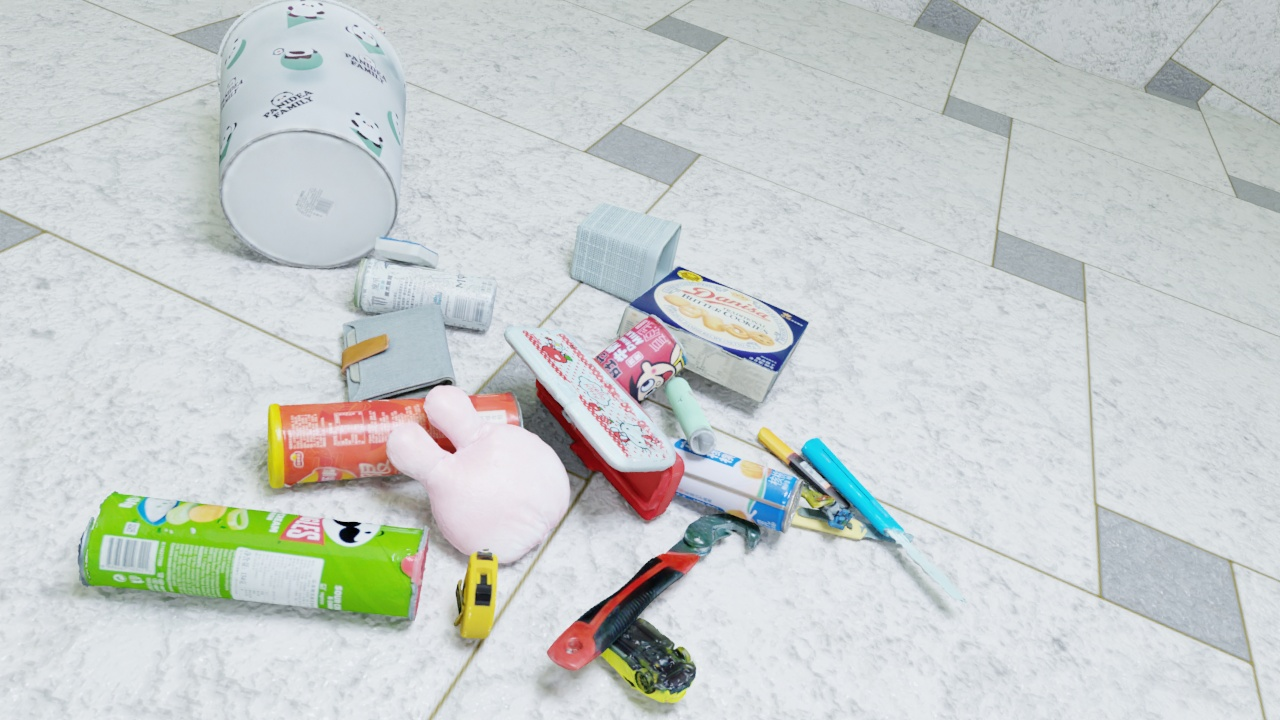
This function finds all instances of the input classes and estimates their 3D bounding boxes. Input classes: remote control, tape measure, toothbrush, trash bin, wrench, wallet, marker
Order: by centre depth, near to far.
[{"bbox_3d":[-0.129,0.185,0.708,0.029,0.060,0.057,7,43,-15],"label":"tape measure"},{"bbox_3d":[0.017,0.184,0.769,0.056,0.016,0.272,24,27,30],"label":"wrench"},{"bbox_3d":[-0.245,-0.008,0.915,0.106,0.037,0.129,-12,40,-11],"label":"wallet"},{"bbox_3d":[0.043,0.039,0.941,0.026,0.027,0.224,51,6,-20],"label":"toothbrush"},{"bbox_3d":[0.168,0.113,0.951,0.018,0.015,0.124,-18,50,-45],"label":"marker"},{"bbox_3d":[-0.261,-0.120,1.030,0.049,0.024,0.125,10,1,-2],"label":"remote control"},{"bbox_3d":[-0.379,-0.256,1.061,0.229,0.230,0.251,2,45,-19],"label":"trash bin"}]

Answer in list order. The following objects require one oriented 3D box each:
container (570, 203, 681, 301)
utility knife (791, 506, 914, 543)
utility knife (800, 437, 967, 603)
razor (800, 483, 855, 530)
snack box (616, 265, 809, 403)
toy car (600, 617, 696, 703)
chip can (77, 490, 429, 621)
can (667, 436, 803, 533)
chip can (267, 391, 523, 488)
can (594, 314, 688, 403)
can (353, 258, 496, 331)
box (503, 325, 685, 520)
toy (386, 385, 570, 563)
[{"bbox_3d":[-0.020,-0.134,1.140,0.111,0.090,0.089,20,37,10],"label":"container"},{"bbox_3d":[0.173,0.156,0.900,0.201,0.021,0.030,18,37,-6],"label":"utility knife"},{"bbox_3d":[0.235,0.153,0.904,0.034,0.018,0.234,7,30,-39],"label":"utility knife"},{"bbox_3d":[0.141,0.123,0.904,0.143,0.022,0.042,22,19,24],"label":"razor"},{"bbox_3d":[0.089,-0.037,1.066,0.178,0.046,0.182,24,28,11],"label":"snack box"},{"bbox_3d":[-0.004,0.230,0.720,0.048,0.032,0.105,-16,35,-43],"label":"toy car"},{"bbox_3d":[-0.282,0.147,0.689,0.236,0.072,0.072,9,37,-9],"label":"chip can"},{"bbox_3d":[0.082,0.116,0.866,0.135,0.053,0.053,18,35,19],"label":"can"},{"bbox_3d":[-0.216,0.067,0.817,0.216,0.073,0.073,-3,41,-24],"label":"chip can"},{"bbox_3d":[-0.006,0.006,0.953,0.093,0.066,0.066,-38,56,-11],"label":"can"},{"bbox_3d":[-0.233,-0.072,1.002,0.146,0.058,0.058,10,37,-9],"label":"can"},{"bbox_3d":[-0.054,0.056,0.855,0.099,0.110,0.201,-9,43,-42],"label":"box"},{"bbox_3d":[-0.135,0.096,0.782,0.159,0.054,0.121,46,59,-9],"label":"toy"}]
